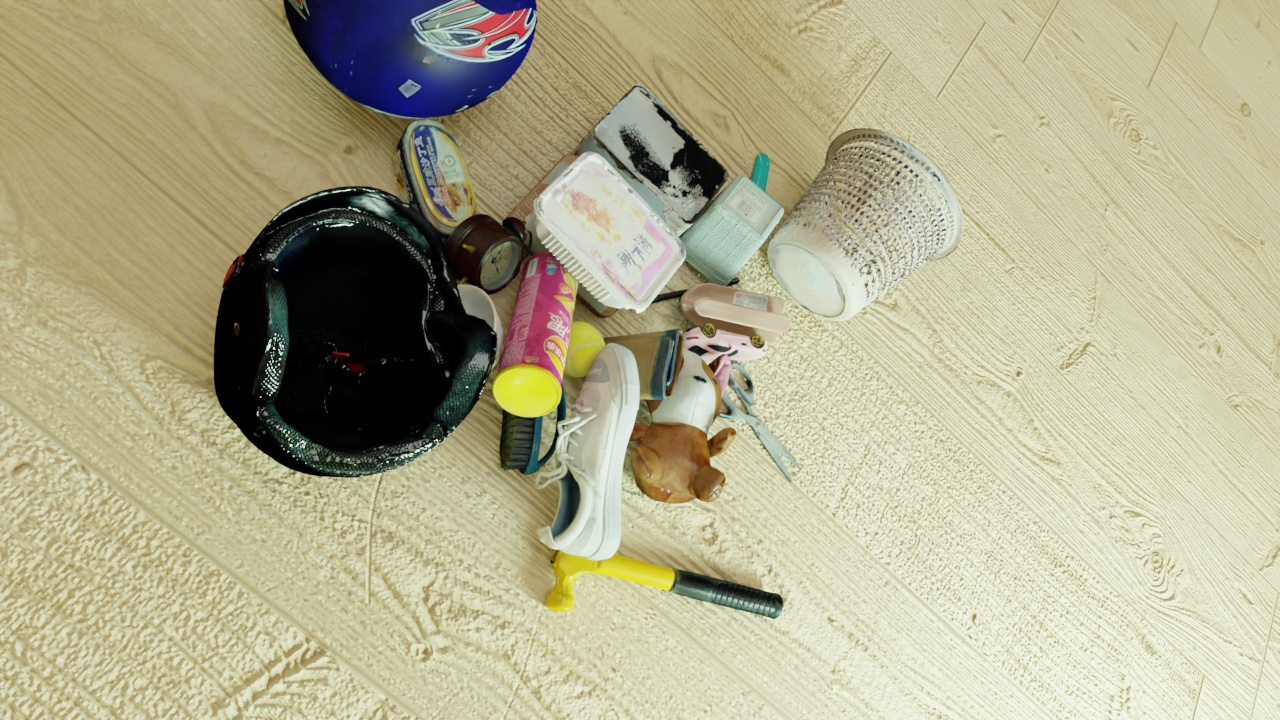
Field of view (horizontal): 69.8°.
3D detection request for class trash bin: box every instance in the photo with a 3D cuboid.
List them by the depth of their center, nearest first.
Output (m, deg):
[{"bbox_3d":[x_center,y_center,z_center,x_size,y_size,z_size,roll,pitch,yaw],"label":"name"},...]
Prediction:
[{"bbox_3d":[0.288,-0.168,1.249,0.191,0.228,0.227,-44,97,-18],"label":"trash bin"}]

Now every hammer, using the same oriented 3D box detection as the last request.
[{"bbox_3d":[0.036,0.257,1.078,0.300,0.033,0.128,19,68,-21],"label":"hammer"}]

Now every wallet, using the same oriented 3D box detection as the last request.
[{"bbox_3d":[-0.006,0.006,1.088,0.033,0.115,0.090,36,59,-45],"label":"wallet"}]

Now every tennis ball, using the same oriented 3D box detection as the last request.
[{"bbox_3d":[-0.074,-0.014,1.085,0.065,0.066,0.065,8,71,-25],"label":"tennis ball"}]

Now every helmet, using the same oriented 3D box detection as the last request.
[{"bbox_3d":[-0.287,-0.021,0.884,0.233,0.231,0.274,15,68,-38],"label":"helmet"},{"bbox_3d":[-0.232,-0.402,1.027,0.314,0.248,0.240,-37,97,-41],"label":"helmet"}]

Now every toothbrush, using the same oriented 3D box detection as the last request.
[{"bbox_3d":[0.058,-0.092,1.207,0.180,0.016,0.018,-17,77,-31],"label":"toothbrush"}]

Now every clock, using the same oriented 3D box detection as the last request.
[{"bbox_3d":[-0.170,-0.124,1.057,0.055,0.082,0.121,34,34,24],"label":"clock"}]

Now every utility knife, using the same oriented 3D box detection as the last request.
[{"bbox_3d":[0.166,-0.234,1.309,0.029,0.013,0.151,24,63,-22],"label":"utility knife"}]

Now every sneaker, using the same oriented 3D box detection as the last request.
[{"bbox_3d":[-0.064,0.094,1.011,0.090,0.090,0.242,16,72,-31],"label":"sneaker"}]

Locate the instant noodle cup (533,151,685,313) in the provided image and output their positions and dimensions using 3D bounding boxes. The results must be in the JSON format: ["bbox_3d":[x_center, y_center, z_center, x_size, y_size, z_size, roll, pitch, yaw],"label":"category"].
[{"bbox_3d":[-0.044,-0.141,1.066,0.173,0.061,0.137,46,50,-11],"label":"instant noodle cup"}]

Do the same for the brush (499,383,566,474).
[{"bbox_3d":[-0.121,0.059,1.045,0.073,0.055,0.143,9,70,-24],"label":"brush"}]

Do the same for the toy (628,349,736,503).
[{"bbox_3d":[0.047,0.068,1.098,0.140,0.131,0.199,18,58,-10],"label":"toy"}]

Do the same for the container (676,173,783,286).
[{"bbox_3d":[0.119,-0.172,1.198,0.090,0.112,0.089,39,55,-4],"label":"container"}]

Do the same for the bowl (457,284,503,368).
[{"bbox_3d":[-0.192,-0.018,1.018,0.064,0.118,0.118,38,53,-56],"label":"bowl"}]

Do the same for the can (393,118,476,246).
[{"bbox_3d":[-0.239,-0.206,1.070,0.074,0.049,0.148,-14,82,-30],"label":"can"}]

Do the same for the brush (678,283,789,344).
[{"bbox_3d":[0.119,-0.064,1.190,0.145,0.073,0.063,11,98,-23],"label":"brush"}]

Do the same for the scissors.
[{"bbox_3d":[0.154,0.078,1.205,0.168,0.014,0.156,14,70,-23],"label":"scissors"}]

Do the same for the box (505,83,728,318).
[{"bbox_3d":[-0.026,-0.200,1.159,0.178,0.105,0.259,44,55,-10],"label":"box"}]

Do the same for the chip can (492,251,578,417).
[{"bbox_3d":[-0.111,-0.035,1.019,0.071,0.072,0.210,27,38,-18],"label":"chip can"}]

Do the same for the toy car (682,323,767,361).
[{"bbox_3d":[0.106,-0.017,1.184,0.122,0.056,0.037,11,71,-21],"label":"toy car"}]
